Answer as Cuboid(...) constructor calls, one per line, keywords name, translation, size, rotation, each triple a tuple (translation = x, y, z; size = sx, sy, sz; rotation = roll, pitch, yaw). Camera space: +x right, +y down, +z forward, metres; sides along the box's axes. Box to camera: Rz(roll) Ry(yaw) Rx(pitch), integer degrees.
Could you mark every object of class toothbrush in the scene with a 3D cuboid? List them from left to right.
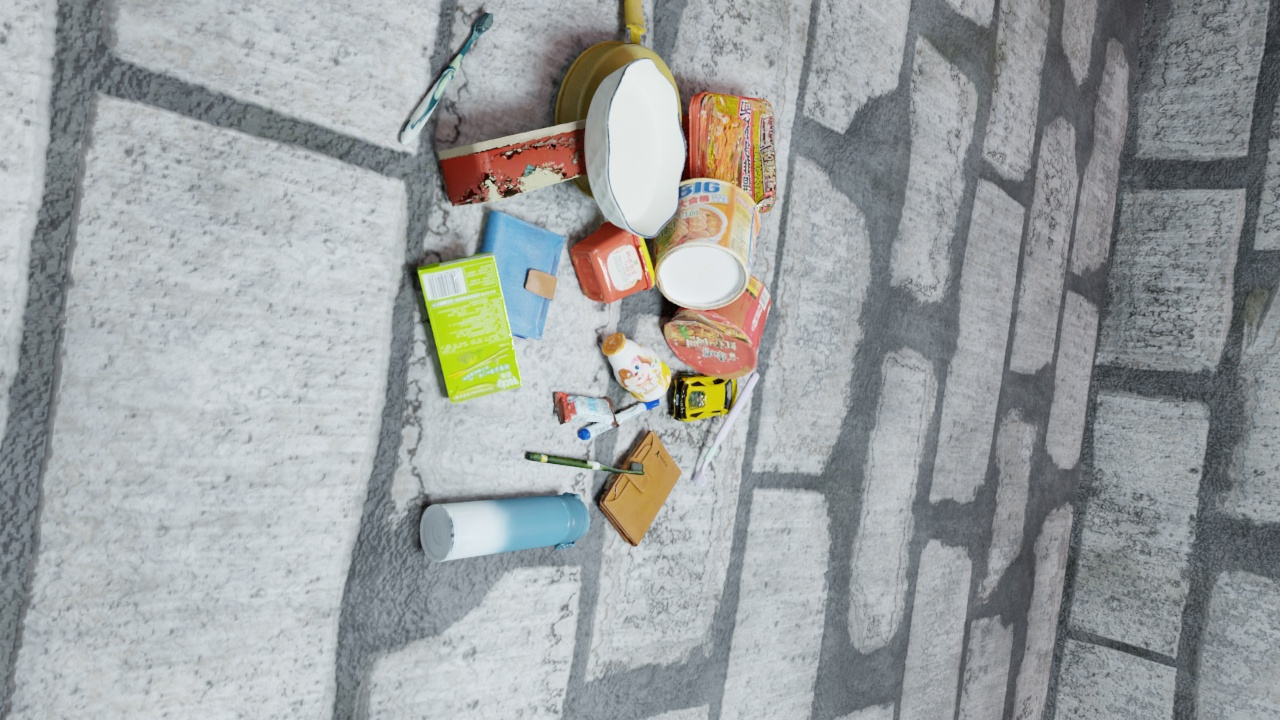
Cuboid(name="toothbrush", translation=(-0.207, -0.306, 0.990), size=(0.016, 0.018, 0.191), rotation=(45, 64, -41))
Cuboid(name="toothbrush", translation=(-0.068, 0.132, 1.186), size=(0.185, 0.012, 0.017), rotation=(13, 74, -37))
Cuboid(name="toothbrush", translation=(0.130, 0.101, 1.372), size=(0.021, 0.029, 0.189), rotation=(30, 88, -28))

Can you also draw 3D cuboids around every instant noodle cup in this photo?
Cuboid(name="instant noodle cup", translation=(0.082, -0.145, 1.202), size=(0.151, 0.152, 0.111), rotation=(49, 34, -39))
Cuboid(name="instant noodle cup", translation=(0.114, -0.286, 1.290), size=(0.188, 0.079, 0.164), rotation=(-10, 102, -47))
Cuboid(name="instant noodle cup", translation=(0.118, -0.057, 1.295), size=(0.138, 0.138, 0.108), rotation=(57, 48, -35))

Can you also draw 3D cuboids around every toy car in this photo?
Cuboid(name="toy car", translation=(0.100, 0.051, 1.354), size=(0.155, 0.041, 0.071), rotation=(-4, 100, -48))

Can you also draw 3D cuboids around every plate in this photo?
Cuboid(name="plate", translation=(-0.006, -0.248, 1.087), size=(0.204, 0.046, 0.205), rotation=(-16, 108, -63))

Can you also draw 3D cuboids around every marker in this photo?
Cuboid(name="marker", translation=(-0.028, 0.077, 1.239), size=(0.145, 0.017, 0.017), rotation=(-23, 112, -43))

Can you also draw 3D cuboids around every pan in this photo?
Cuboid(name="pan", translation=(-0.016, -0.379, 1.165), size=(0.197, 0.078, 0.357), rotation=(13, 93, -50))

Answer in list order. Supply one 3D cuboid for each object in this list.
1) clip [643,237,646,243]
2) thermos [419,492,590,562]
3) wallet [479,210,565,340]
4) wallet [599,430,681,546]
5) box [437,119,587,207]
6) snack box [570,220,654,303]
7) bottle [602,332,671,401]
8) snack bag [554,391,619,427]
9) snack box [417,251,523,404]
Cuboid(name="clip", translation=(-0.003, -0.157, 1.233), size=(0.041, 0.014, 0.056), rotation=(19, 83, -47))
Cuboid(name="thermos", translation=(-0.152, 0.196, 1.087), size=(0.220, 0.070, 0.070), rotation=(5, 92, -47))
Cuboid(name="wallet", translation=(-0.146, -0.097, 1.074), size=(0.106, 0.040, 0.133), rotation=(17, 85, -43))
Cuboid(name="wallet", translation=(0.001, 0.176, 1.275), size=(0.131, 0.031, 0.108), rotation=(-55, 132, -29))
Cuboid(name="box", translation=(-0.132, -0.215, 1.029), size=(0.167, 0.091, 0.079), rotation=(-27, 111, -41))
Cuboid(name="snack box", translation=(-0.036, -0.122, 1.157), size=(0.080, 0.082, 0.091), rotation=(-32, 117, -28))
Cuboid(name="bottle", translation=(-0.007, 0.007, 1.217), size=(0.108, 0.063, 0.063), rotation=(45, 63, -40))
Cuboid(name="snack bag", translation=(-0.067, 0.063, 1.184), size=(0.105, 0.026, 0.045), rotation=(9, 54, -46))
Cuboid(name="snack box", translation=(-0.188, -0.036, 1.018), size=(0.085, 0.026, 0.156), rotation=(-15, 109, -12))
